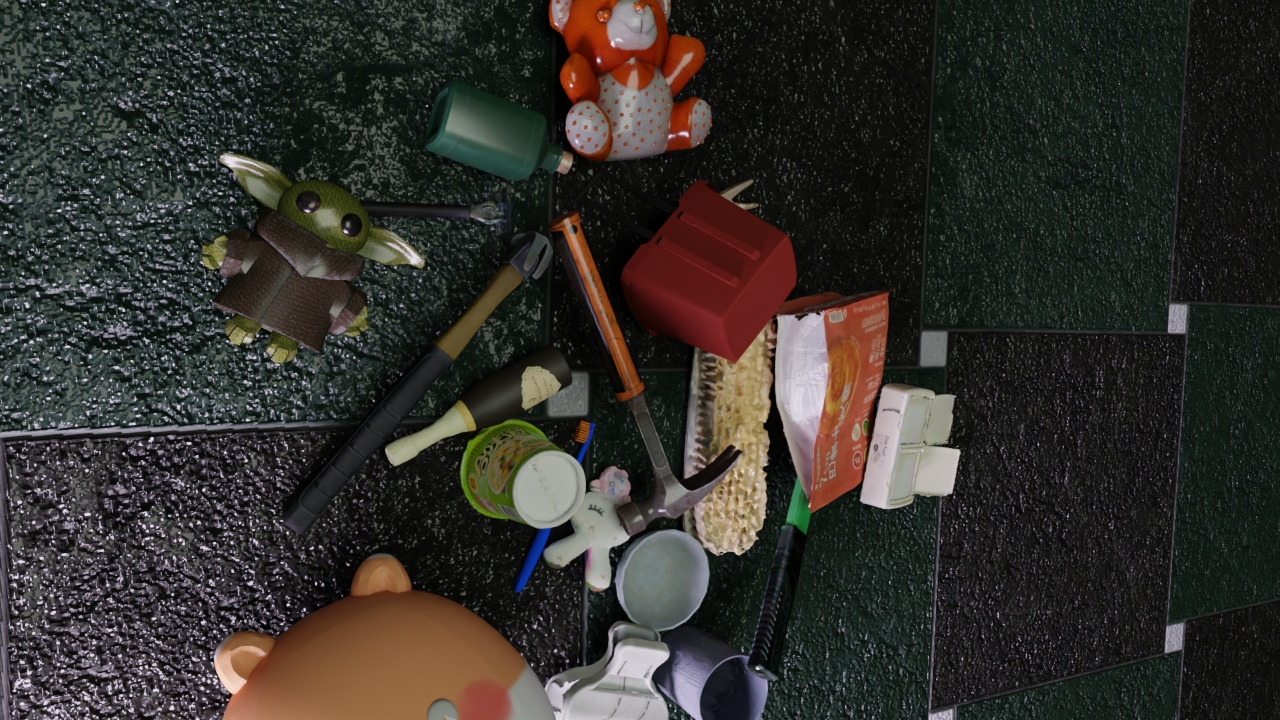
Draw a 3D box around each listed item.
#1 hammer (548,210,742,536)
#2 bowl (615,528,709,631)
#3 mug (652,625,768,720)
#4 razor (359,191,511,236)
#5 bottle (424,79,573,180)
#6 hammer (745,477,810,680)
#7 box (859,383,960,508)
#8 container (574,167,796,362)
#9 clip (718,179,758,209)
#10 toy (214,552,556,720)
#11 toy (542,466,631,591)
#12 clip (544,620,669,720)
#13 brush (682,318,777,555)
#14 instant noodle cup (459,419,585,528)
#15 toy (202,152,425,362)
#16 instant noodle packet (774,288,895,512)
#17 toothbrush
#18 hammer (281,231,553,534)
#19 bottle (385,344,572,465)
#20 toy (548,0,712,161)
[{"bbox_3d":[-0.005,0.005,0.875,0.137,0.035,0.314,-25,108,-12],"label":"hammer"},{"bbox_3d":[0.017,0.225,0.962,0.106,0.039,0.106,-2,95,-28],"label":"bowl"},{"bbox_3d":[0.080,0.348,0.969,0.083,0.104,0.124,-42,112,-19],"label":"mug"},{"bbox_3d":[-0.184,-0.136,0.836,0.144,0.022,0.043,-3,94,-28],"label":"razor"},{"bbox_3d":[-0.124,-0.202,0.840,0.131,0.061,0.061,16,84,-28],"label":"bottle"},{"bbox_3d":[0.167,0.182,0.984,0.130,0.032,0.317,43,53,-34],"label":"hammer"},{"bbox_3d":[0.333,0.102,1.100,0.183,0.050,0.143,2,100,-51],"label":"box"},{"bbox_3d":[0.038,-0.102,0.917,0.148,0.201,0.127,-52,151,-15],"label":"container"},{"bbox_3d":[0.097,-0.178,0.980,0.060,0.024,0.041,-9,99,-23],"label":"clip"},{"bbox_3d":[-0.203,0.310,0.730,0.262,0.266,0.280,-28,91,-26],"label":"toy"},{"bbox_3d":[-0.043,0.166,0.927,0.079,0.038,0.122,27,79,-20],"label":"toy"},{"bbox_3d":[-0.023,0.338,0.913,0.126,0.095,0.152,20,116,-31],"label":"clip"},{"bbox_3d":[0.094,0.072,0.980,0.083,0.057,0.271,3,93,-30],"label":"brush"},{"bbox_3d":[-0.104,0.110,0.850,0.098,0.108,0.099,-3,96,-29],"label":"instant noodle cup"},{"bbox_3d":[-0.282,-0.076,0.757,0.179,0.078,0.152,29,80,-24],"label":"toy"},{"bbox_3d":[0.218,0.039,0.999,0.164,0.084,0.221,-17,104,-52],"label":"instant noodle packet"},{"bbox_3d":[-0.087,0.144,0.913,0.018,0.016,0.182,27,81,-22],"label":"toothbrush"},{"bbox_3d":[-0.192,0.013,0.805,0.025,0.118,0.332,43,80,-21],"label":"hammer"},{"bbox_3d":[-0.151,0.045,0.854,0.184,0.045,0.045,-30,107,-23],"label":"bottle"},{"bbox_3d":[-0.012,-0.281,0.876,0.163,0.093,0.172,-14,99,-25],"label":"toy"}]
